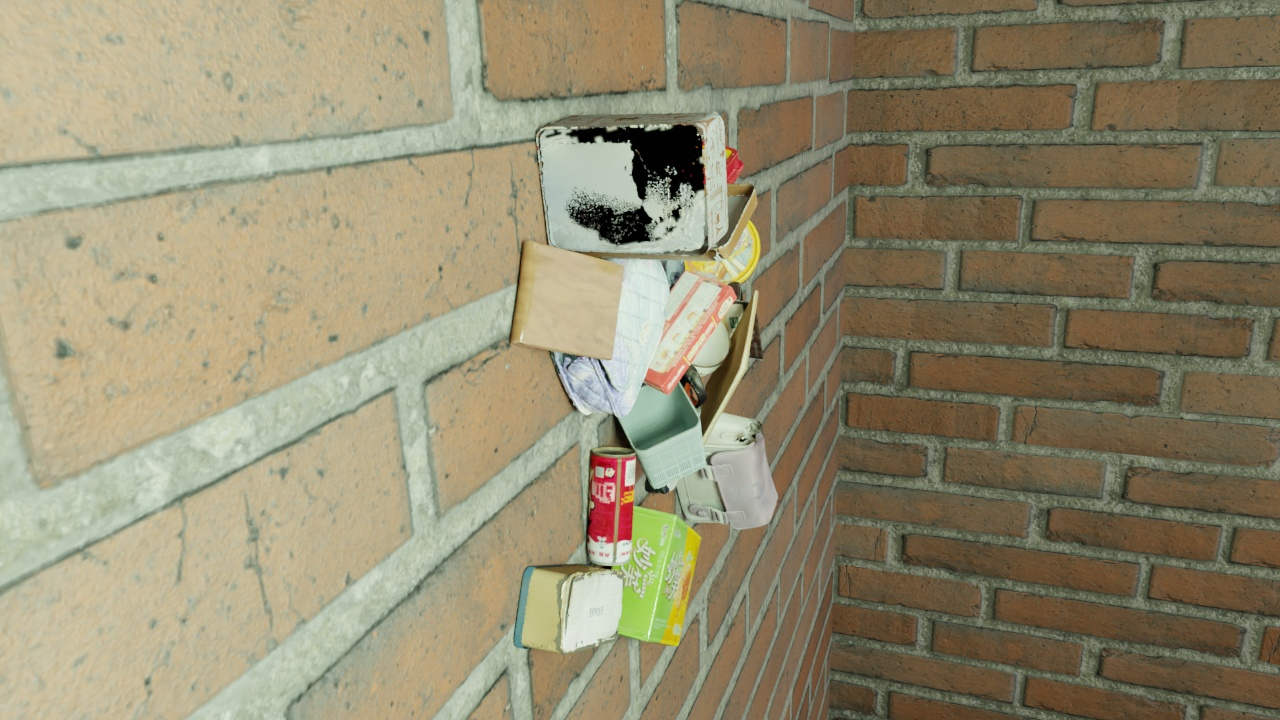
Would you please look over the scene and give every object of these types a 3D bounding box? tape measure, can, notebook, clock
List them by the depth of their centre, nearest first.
[{"bbox_3d":[-0.035,0.172,1.090,0.053,0.053,0.133,-12,105,-69],"label":"can"},{"bbox_3d":[0.023,-0.116,1.184,0.082,0.055,0.122,-14,107,-68],"label":"clock"},{"bbox_3d":[0.115,0.024,1.265,0.212,0.012,0.149,113,-5,-47],"label":"notebook"},{"bbox_3d":[0.032,0.153,1.303,0.066,0.034,0.066,-4,100,-68],"label":"tape measure"}]

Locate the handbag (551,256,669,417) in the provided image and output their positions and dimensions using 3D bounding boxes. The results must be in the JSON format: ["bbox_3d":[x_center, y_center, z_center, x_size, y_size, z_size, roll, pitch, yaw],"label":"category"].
[{"bbox_3d":[-0.026,-0.039,1.034,0.134,0.076,0.193,69,31,-41],"label":"handbag"}]

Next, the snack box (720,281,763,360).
[{"bbox_3d":[0.111,-0.053,1.328,0.053,0.126,0.113,-81,163,-44],"label":"snack box"}]

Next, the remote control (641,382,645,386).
[{"bbox_3d":[-0.007,0.007,1.180,0.136,0.020,0.055,72,29,-46],"label":"remote control"}]

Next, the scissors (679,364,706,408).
[{"bbox_3d":[0.041,0.035,1.229,0.211,0.021,0.222,57,-16,-5],"label":"scissors"}]

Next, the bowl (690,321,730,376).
[{"bbox_3d":[0.060,-0.020,1.261,0.062,0.113,0.113,-55,-173,46],"label":"bowl"}]

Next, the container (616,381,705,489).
[{"bbox_3d":[0.029,0.096,1.165,0.111,0.090,0.090,73,-9,-51],"label":"container"}]

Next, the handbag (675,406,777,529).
[{"bbox_3d":[0.125,0.168,1.399,0.197,0.145,0.098,73,26,-44],"label":"handbag"}]

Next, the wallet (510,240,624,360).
[{"bbox_3d":[-0.070,-0.057,0.906,0.115,0.020,0.101,10,84,-31],"label":"wallet"}]

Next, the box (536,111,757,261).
[{"bbox_3d":[0.018,-0.187,0.967,0.192,0.183,0.157,-50,141,-58],"label":"box"}]

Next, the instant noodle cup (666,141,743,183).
[{"bbox_3d":[0.067,-0.216,1.217,0.115,0.116,0.124,-56,156,-54],"label":"instant noodle cup"}]

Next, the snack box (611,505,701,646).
[{"bbox_3d":[0.017,0.287,1.205,0.210,0.070,0.157,56,45,-68],"label":"snack box"}]

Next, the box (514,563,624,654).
[{"bbox_3d":[-0.075,0.268,0.999,0.184,0.060,0.089,33,63,-66],"label":"box"}]

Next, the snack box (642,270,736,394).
[{"bbox_3d":[0.045,-0.036,1.120,0.152,0.075,0.025,-55,142,-12],"label":"snack box"}]

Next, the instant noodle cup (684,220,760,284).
[{"bbox_3d":[0.124,-0.161,1.375,0.114,0.118,0.118,8,86,-77],"label":"instant noodle cup"}]
